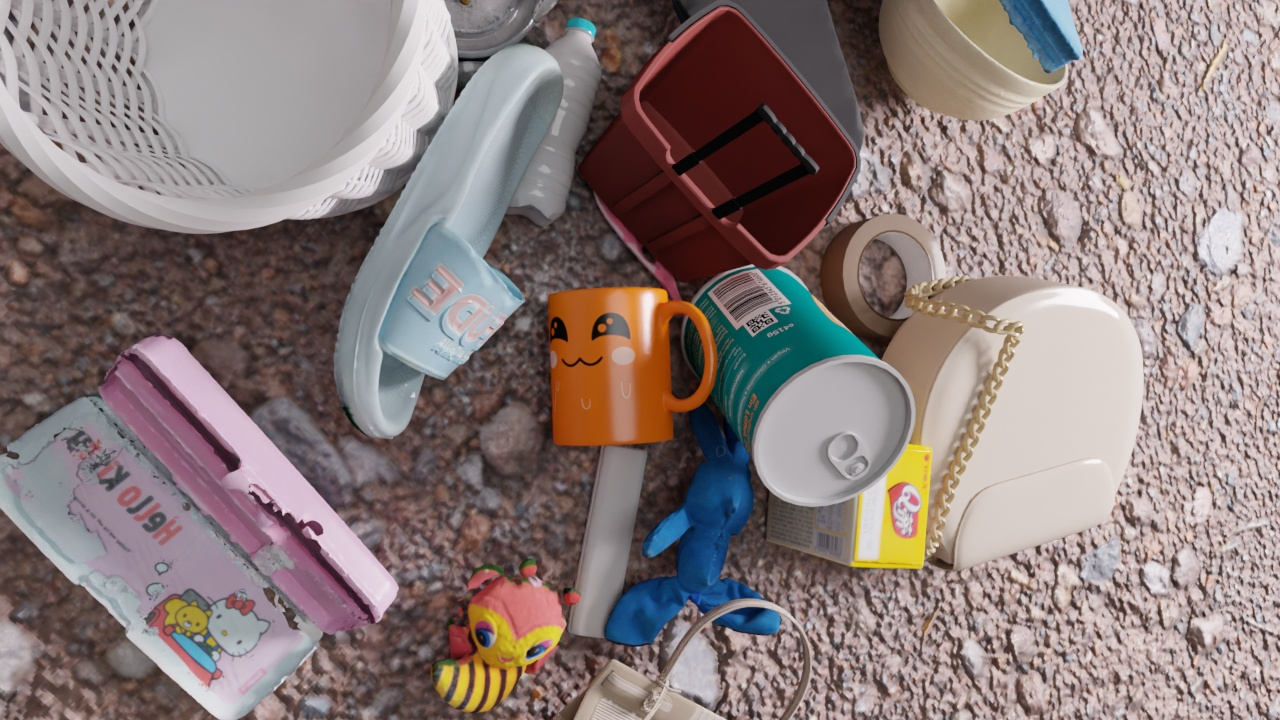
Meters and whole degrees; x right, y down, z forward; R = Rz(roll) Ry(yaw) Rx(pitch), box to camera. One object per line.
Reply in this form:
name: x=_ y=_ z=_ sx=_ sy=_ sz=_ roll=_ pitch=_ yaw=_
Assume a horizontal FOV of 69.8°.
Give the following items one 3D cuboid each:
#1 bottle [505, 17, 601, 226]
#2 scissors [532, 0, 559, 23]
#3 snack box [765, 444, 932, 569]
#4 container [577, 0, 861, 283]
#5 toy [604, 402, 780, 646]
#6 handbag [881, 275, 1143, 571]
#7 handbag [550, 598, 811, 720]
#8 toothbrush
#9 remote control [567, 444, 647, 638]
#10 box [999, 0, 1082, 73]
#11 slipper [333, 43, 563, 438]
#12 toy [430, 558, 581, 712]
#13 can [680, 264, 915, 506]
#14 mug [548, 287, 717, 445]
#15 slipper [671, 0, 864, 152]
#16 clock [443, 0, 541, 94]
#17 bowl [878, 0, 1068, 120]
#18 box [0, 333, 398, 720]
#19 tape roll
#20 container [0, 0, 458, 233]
bottle: x=-0.056 y=-0.158 z=0.602 sx=0.044 sy=0.044 sz=0.136 roll=17 pitch=82 yaw=-20
scissors: x=-0.040 y=-0.273 z=0.600 sx=0.152 sy=0.014 sz=0.131 roll=-13 pitch=91 yaw=-49
snack box: x=0.141 y=0.094 z=0.638 sx=0.061 sy=0.106 sz=0.083 roll=7 pitch=87 yaw=-24
container: x=0.061 y=-0.133 z=0.555 sx=0.148 sy=0.201 sz=0.126 roll=46 pitch=63 yaw=-13
toy: x=0.050 y=0.115 z=0.622 sx=0.112 sy=0.071 sz=0.176 roll=16 pitch=80 yaw=-16
handbag: x=0.278 y=0.044 z=0.681 sx=0.210 sy=0.103 sz=0.209 roll=-11 pitch=107 yaw=-21
handbag: x=0.038 y=0.244 z=0.596 sx=0.175 sy=0.062 sz=0.198 roll=33 pitch=91 yaw=-17
toothbrush: x=0.010 y=-0.067 z=0.640 sx=0.021 sy=0.016 sz=0.135 roll=-42 pitch=103 yaw=-26
remote control: x=-0.022 y=0.122 z=0.624 sx=0.033 sy=0.012 sz=0.131 roll=12 pitch=85 yaw=-20
box: x=0.241 y=-0.324 z=0.663 sx=0.175 sy=0.060 sz=0.231 roll=22 pitch=51 yaw=-18
slipper: x=-0.099 y=-0.063 z=0.529 sx=0.074 sy=0.104 sz=0.245 roll=27 pitch=90 yaw=7
toy: x=-0.086 y=0.174 z=0.582 sx=0.103 sy=0.046 sz=0.084 roll=-52 pitch=128 yaw=-4
can: x=0.094 y=0.010 z=0.585 sx=0.099 sy=0.144 sz=0.099 roll=-7 pitch=119 yaw=-13
mug: x=-0.004 y=0.003 z=0.586 sx=0.077 sy=0.113 sz=0.096 roll=-1 pitch=88 yaw=-65
slipper: x=0.076 y=-0.248 z=0.640 sx=0.109 sy=0.083 sz=0.266 roll=-23 pitch=114 yaw=2
clock: x=-0.114 y=-0.221 z=0.576 sx=0.103 sy=0.056 sz=0.148 roll=-7 pitch=89 yaw=-21
bowl: x=0.235 y=-0.236 z=0.687 sx=0.150 sy=0.076 sz=0.150 roll=18 pitch=51 yaw=-24
box: x=-0.247 y=0.099 z=0.506 sx=0.201 sy=0.111 sz=0.101 roll=52 pitch=47 yaw=-12
tape roll: x=0.186 y=-0.063 z=0.699 sx=0.093 sy=0.030 sz=0.093 roll=1 pitch=88 yaw=-21
container: x=-0.190 y=-0.160 z=0.449 sx=0.189 sy=0.186 sz=0.189 roll=-1 pitch=100 yaw=-6
